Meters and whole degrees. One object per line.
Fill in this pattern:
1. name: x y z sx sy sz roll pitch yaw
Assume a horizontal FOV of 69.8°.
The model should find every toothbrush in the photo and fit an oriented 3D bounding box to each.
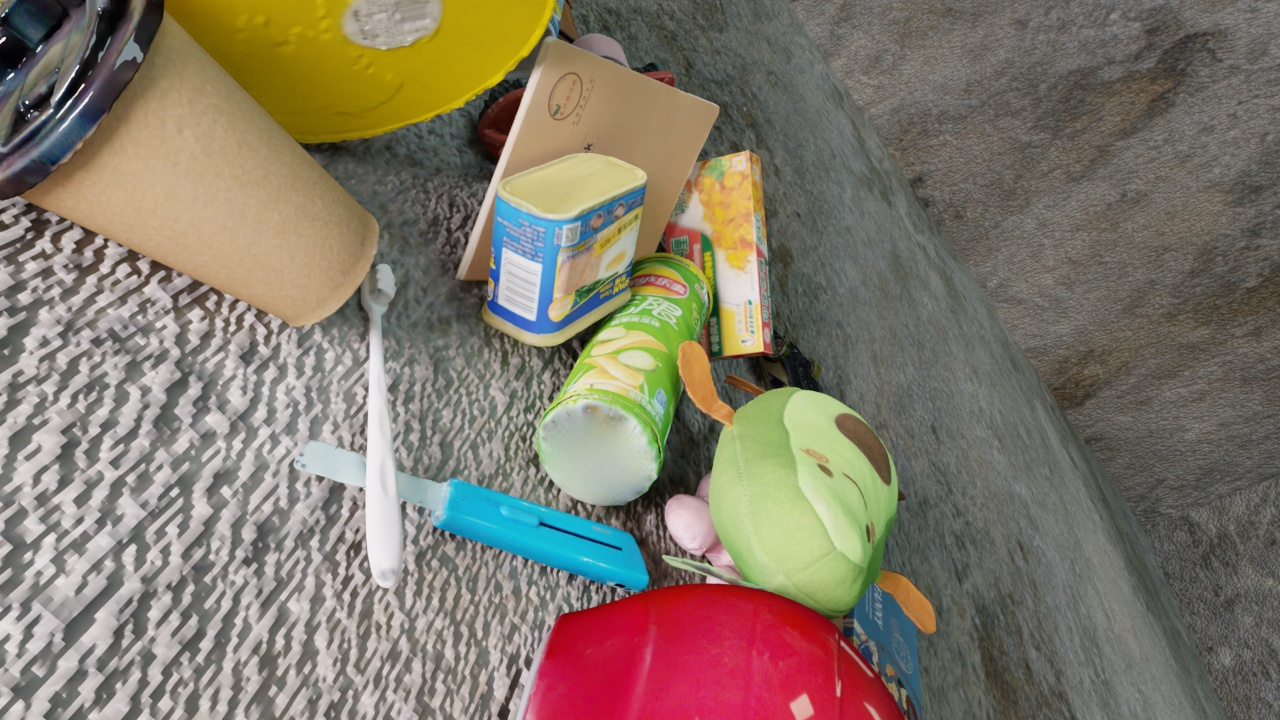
1. toothbrush: -0.115 0.020 0.410 0.016 0.016 0.180 24 36 -37

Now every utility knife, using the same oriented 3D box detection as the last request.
1. utility knife: -0.071 0.077 0.445 0.218 0.018 0.034 29 39 -43

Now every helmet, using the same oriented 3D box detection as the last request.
1. helmet: 0.060 0.203 0.398 0.240 0.144 0.206 51 25 -17

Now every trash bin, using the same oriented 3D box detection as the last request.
1. trash bin: -0.165 -0.263 0.435 0.229 0.230 0.255 1 66 -60

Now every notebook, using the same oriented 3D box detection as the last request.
1. notebook: -0.025 -0.116 0.601 0.008 0.148 0.207 33 19 25

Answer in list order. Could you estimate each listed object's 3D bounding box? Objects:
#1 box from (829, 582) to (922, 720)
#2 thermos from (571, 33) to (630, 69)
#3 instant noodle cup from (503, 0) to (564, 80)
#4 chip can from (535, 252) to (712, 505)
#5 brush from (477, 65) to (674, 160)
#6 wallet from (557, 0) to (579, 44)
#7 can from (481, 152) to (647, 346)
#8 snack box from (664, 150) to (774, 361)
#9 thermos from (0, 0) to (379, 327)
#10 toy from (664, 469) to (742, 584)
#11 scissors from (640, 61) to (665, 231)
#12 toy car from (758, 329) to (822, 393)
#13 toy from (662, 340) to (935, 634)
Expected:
1. box: 0.148 0.210 0.636 0.090 0.061 0.183 51 28 -15
2. thermos: -0.026 -0.187 0.770 0.087 0.067 0.198 77 0 -53
3. instant noodle cup: -0.100 -0.280 0.709 0.099 0.099 0.109 33 44 -41
4. chip can: -0.003 0.003 0.581 0.072 0.073 0.220 50 26 -15
5. brush: -0.043 -0.168 0.650 0.145 0.063 0.069 -12 46 -23
6. wallet: -0.104 -0.351 0.846 0.119 0.035 0.130 16 48 -46
7. can: -0.043 -0.068 0.540 0.057 0.083 0.101 27 37 22
8. snack box: 0.060 -0.078 0.715 0.027 0.077 0.155 5 79 -60
9. thermos: -0.174 -0.074 0.355 0.143 0.093 0.093 40 30 -47
10. toy: 0.069 0.122 0.598 0.159 0.054 0.121 11 44 -58
11. scissors: 0.018 -0.165 0.776 0.143 0.019 0.180 -149 -128 -84
12. toy car: 0.144 0.039 0.835 0.070 0.042 0.158 32 35 -43
13. toy: 0.100 0.075 0.549 0.227 0.090 0.246 44 21 0
